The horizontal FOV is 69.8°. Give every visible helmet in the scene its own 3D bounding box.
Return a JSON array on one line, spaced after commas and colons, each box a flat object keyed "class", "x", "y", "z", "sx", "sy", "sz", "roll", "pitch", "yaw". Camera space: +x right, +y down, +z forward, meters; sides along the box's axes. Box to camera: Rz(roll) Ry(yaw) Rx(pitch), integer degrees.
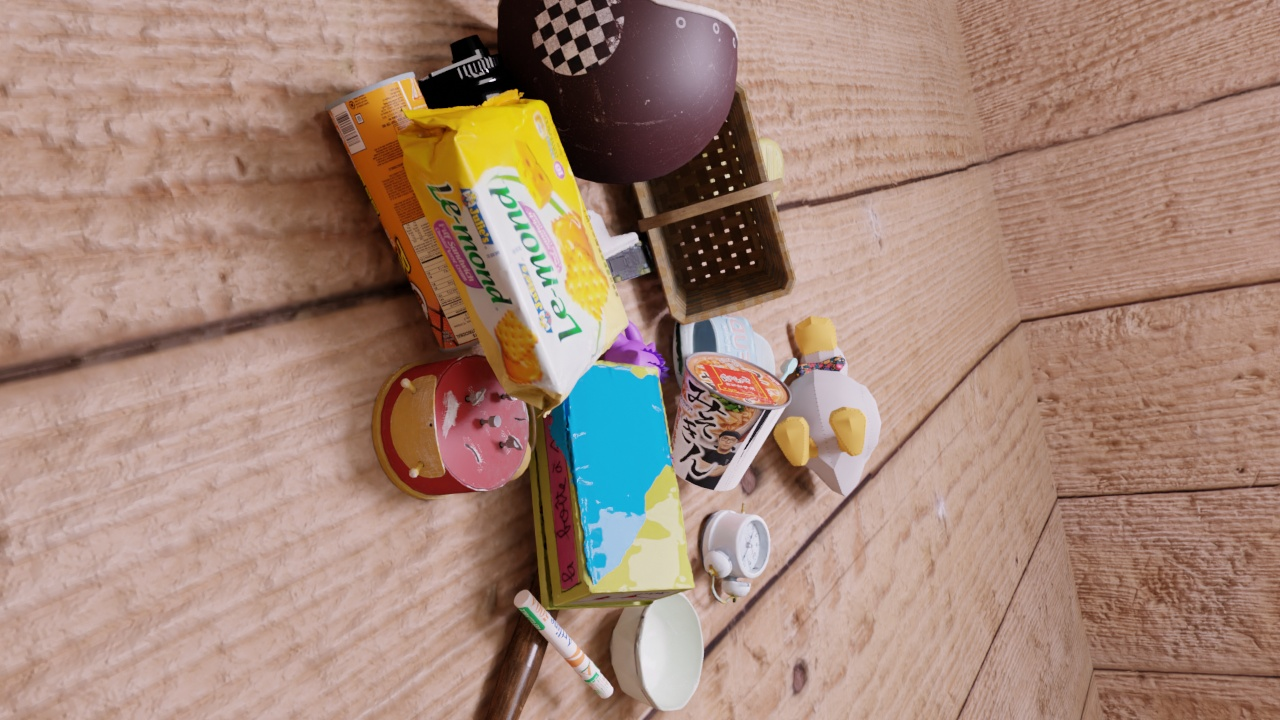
[{"class": "helmet", "x": -0.019, "y": -0.300, "z": 0.892, "sx": 0.233, "sy": 0.234, "sz": 0.253, "roll": 28, "pitch": 42, "yaw": -80}]

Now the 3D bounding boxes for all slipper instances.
[{"class": "slipper", "x": 0.099, "y": -0.231, "z": 1.184, "sx": 0.190, "sy": 0.082, "sz": 0.092, "roll": -18, "pitch": 108, "yaw": -30}, {"class": "slipper", "x": 0.117, "y": -0.009, "z": 1.151, "sx": 0.245, "sy": 0.074, "sz": 0.104, "roll": 9, "pitch": 74, "yaw": -56}]

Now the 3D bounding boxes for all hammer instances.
[{"class": "hammer", "x": -0.081, "y": 0.281, "z": 0.827, "sx": 0.218, "sy": 0.037, "sz": 0.299, "roll": 51, "pitch": 43, "yaw": -36}]

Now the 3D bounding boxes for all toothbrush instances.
[{"class": "toothbrush", "x": 0.164, "y": 0.060, "z": 1.225, "sx": 0.180, "sy": 0.017, "sz": 0.016, "roll": -52, "pitch": 125, "yaw": -32}]

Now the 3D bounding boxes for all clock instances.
[{"class": "clock", "x": 0.109, "y": 0.233, "z": 1.095, "sx": 0.083, "sy": 0.057, "sz": 0.117, "roll": 51, "pitch": 51, "yaw": -35}, {"class": "clock", "x": -0.136, "y": 0.053, "z": 0.763, "sx": 0.158, "sy": 0.081, "sz": 0.117, "roll": 1, "pitch": 81, "yaw": -55}]

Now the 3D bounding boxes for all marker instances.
[{"class": "marker", "x": -0.066, "y": 0.253, "z": 0.809, "sx": 0.145, "sy": 0.017, "sz": 0.017, "roll": 57, "pitch": 41, "yaw": -30}]

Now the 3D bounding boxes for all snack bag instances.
[{"class": "snack bag", "x": -0.096, "y": -0.093, "z": 0.734, "sx": 0.159, "sy": 0.068, "sz": 0.247, "roll": -47, "pitch": 119, "yaw": -58}]

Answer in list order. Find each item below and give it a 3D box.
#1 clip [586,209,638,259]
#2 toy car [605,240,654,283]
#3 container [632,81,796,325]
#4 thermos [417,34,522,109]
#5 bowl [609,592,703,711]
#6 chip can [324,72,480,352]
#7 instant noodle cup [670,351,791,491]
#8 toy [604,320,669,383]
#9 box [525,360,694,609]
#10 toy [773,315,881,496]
[{"class": "clip", "x": -0.049, "y": -0.129, "z": 0.958, "sx": 0.101, "sy": 0.046, "sz": 0.056, "roll": -32, "pitch": 102, "yaw": -33}, {"class": "toy car", "x": -0.019, "y": -0.108, "z": 1.019, "sx": 0.089, "sy": 0.027, "sz": 0.038, "roll": -23, "pitch": 95, "yaw": -50}, {"class": "container", "x": 0.075, "y": -0.174, "z": 1.024, "sx": 0.186, "sy": 0.157, "sz": 0.250, "roll": -84, "pitch": 158, "yaw": -79}, {"class": "thermos", "x": -0.132, "y": -0.186, "z": 0.824, "sx": 0.085, "sy": 0.086, "sz": 0.199, "roll": -41, "pitch": 115, "yaw": -51}, {"class": "bowl", "x": 0.009, "y": 0.292, "z": 0.930, "sx": 0.117, "sy": 0.061, "sz": 0.117, "roll": 18, "pitch": 68, "yaw": -53}, {"class": "chip can", "x": -0.175, "y": -0.119, "z": 0.755, "sx": 0.075, "sy": 0.075, "sz": 0.215, "roll": -44, "pitch": 117, "yaw": -50}, {"class": "instant noodle cup", "x": 0.090, "y": 0.073, "z": 1.032, "sx": 0.123, "sy": 0.124, "sz": 0.122, "roll": -19, "pitch": 133, "yaw": -55}, {"class": "toy", "x": -0.006, "y": 0.006, "z": 0.985, "sx": 0.088, "sy": 0.056, "sz": 0.106, "roll": 24, "pitch": 62, "yaw": -55}, {"class": "box", "x": -0.033, "y": 0.111, "z": 0.846, "sx": 0.124, "sy": 0.082, "sz": 0.220, "roll": 6, "pitch": 63, "yaw": -37}, {"class": "toy", "x": 0.264, "y": 0.073, "z": 1.298, "sx": 0.267, "sy": 0.141, "sz": 0.247, "roll": -48, "pitch": 123, "yaw": -69}]
